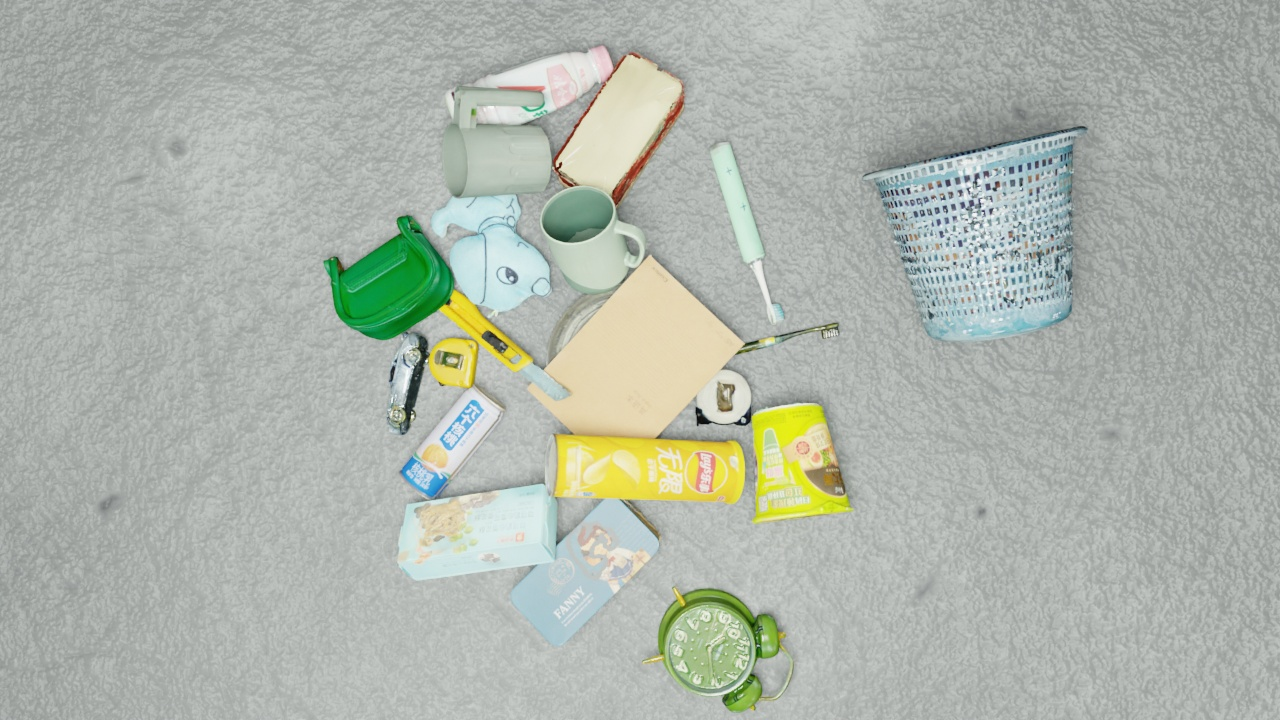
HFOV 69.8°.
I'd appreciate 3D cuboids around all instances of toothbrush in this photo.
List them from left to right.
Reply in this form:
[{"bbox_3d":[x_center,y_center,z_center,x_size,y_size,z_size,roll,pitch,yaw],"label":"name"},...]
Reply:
[{"bbox_3d":[0.125,-0.149,1.075,0.027,0.026,0.224,-15,85,-21],"label":"toothbrush"},{"bbox_3d":[0.142,-0.016,1.074,0.186,0.012,0.017,-13,97,1],"label":"toothbrush"}]

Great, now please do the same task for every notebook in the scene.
[{"bbox_3d":[-0.006,0.006,1.052,0.149,0.012,0.211,43,93,6],"label":"notebook"}]

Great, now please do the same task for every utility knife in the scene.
[{"bbox_3d":[-0.163,-0.020,1.067,0.215,0.015,0.033,38,93,15],"label":"utility knife"}]

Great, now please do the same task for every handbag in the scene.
[{"bbox_3d":[-0.294,-0.095,1.065,0.131,0.068,0.120,-33,73,2],"label":"handbag"}]

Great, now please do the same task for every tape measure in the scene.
[{"bbox_3d":[-0.220,0.002,1.079,0.057,0.029,0.060,7,86,4],"label":"tape measure"},{"bbox_3d":[0.095,0.043,1.061,0.066,0.033,0.066,-1,87,1],"label":"tape measure"}]

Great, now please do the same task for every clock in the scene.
[{"bbox_3d":[0.093,0.326,1.031,0.161,0.056,0.116,22,88,3],"label":"clock"}]

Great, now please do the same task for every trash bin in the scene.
[{"bbox_3d":[0.368,-0.129,0.986,0.226,0.226,0.195,-12,98,1],"label":"trash bin"}]

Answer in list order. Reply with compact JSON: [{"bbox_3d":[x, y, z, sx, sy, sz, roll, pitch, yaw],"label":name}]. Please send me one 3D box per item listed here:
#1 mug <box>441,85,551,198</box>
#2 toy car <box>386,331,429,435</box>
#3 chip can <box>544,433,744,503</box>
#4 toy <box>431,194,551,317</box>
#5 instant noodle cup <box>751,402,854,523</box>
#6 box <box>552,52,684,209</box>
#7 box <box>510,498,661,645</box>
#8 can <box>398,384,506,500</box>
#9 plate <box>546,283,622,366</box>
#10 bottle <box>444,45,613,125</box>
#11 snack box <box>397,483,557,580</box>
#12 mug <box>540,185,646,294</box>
[{"bbox_3d":[-0.161,-0.246,1.037,0.103,0.083,0.124,-7,123,-30],"label":"mug"},{"bbox_3d":[-0.274,0.027,1.068,0.037,0.054,0.120,10,88,0],"label":"toy car"},{"bbox_3d":[0.004,0.120,1.013,0.213,0.072,0.072,3,86,-14],"label":"chip can"},{"bbox_3d":[-0.175,-0.127,1.076,0.161,0.050,0.156,13,82,5],"label":"toy"},{"bbox_3d":[0.171,0.113,1.021,0.112,0.112,0.123,-8,79,2],"label":"instant noodle cup"},{"bbox_3d":[-0.023,-0.264,1.064,0.091,0.077,0.168,33,89,5],"label":"box"},{"bbox_3d":[-0.065,0.238,1.042,0.090,0.061,0.184,43,87,5],"label":"box"},{"bbox_3d":[-0.216,0.094,1.061,0.053,0.053,0.134,39,89,4],"label":"can"},{"bbox_3d":[-0.020,0.000,1.072,0.179,0.024,0.179,0,88,6],"label":"plate"},{"bbox_3d":[-0.128,-0.318,1.079,0.197,0.068,0.068,-22,86,-2],"label":"bottle"},{"bbox_3d":[-0.180,0.192,1.026,0.175,0.052,0.074,-10,49,12],"label":"snack box"},{"bbox_3d":[-0.045,-0.130,1.030,0.112,0.106,0.082,7,61,17],"label":"mug"}]
